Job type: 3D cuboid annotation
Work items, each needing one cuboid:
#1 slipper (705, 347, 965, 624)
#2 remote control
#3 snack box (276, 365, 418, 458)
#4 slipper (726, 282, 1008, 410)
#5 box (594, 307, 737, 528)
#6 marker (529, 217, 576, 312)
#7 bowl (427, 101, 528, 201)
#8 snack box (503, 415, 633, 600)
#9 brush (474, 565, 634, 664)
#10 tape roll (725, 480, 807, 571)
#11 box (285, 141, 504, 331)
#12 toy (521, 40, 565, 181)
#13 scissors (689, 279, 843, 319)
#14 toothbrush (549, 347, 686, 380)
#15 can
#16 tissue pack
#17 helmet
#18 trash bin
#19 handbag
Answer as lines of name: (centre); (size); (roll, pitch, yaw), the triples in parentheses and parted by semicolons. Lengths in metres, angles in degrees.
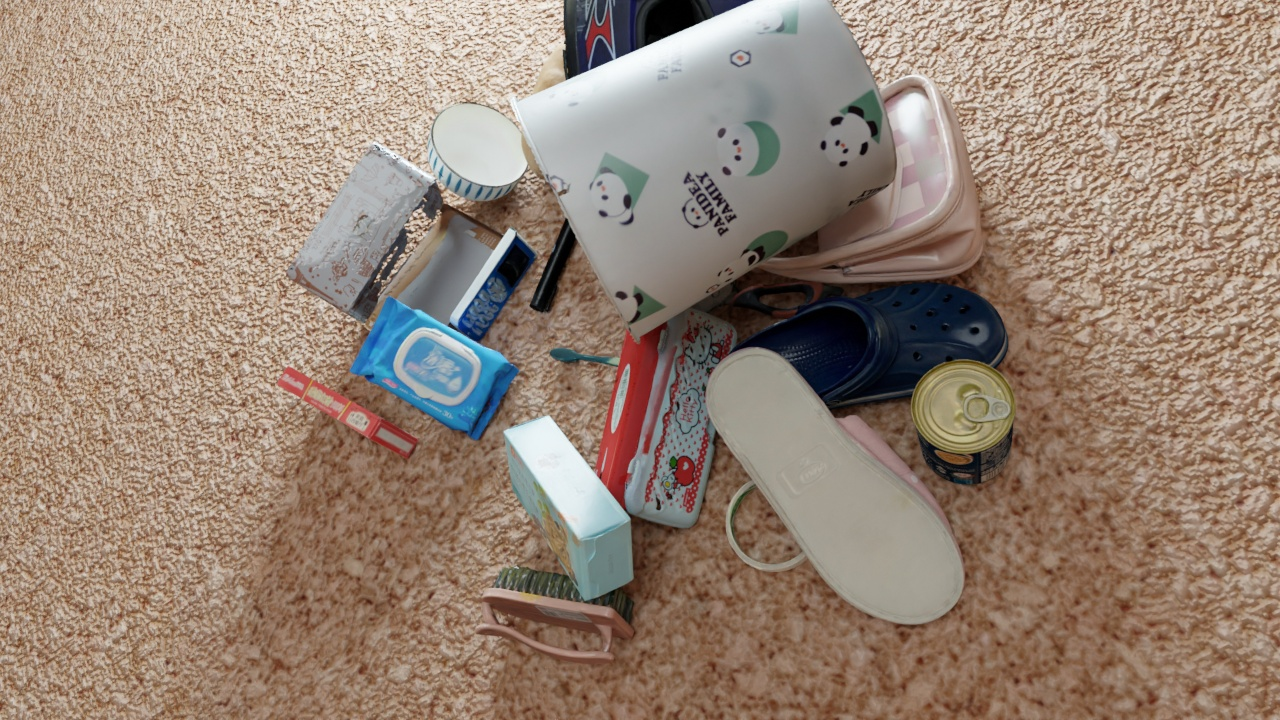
slipper: (0.159, 0.103, 0.770); (0.114, 0.054, 0.274); (-43, 82, 8)
remote control: (-0.162, -0.083, 1.007); (0.024, 0.049, 0.124); (28, 80, 32)
snack box: (-0.318, 0.056, 0.993); (0.153, 0.075, 0.025); (23, 77, 28)
slipper: (0.189, -0.017, 0.808); (0.253, 0.095, 0.105); (-15, 66, 11)
box: (0.026, 0.052, 0.867); (0.101, 0.095, 0.201); (15, 80, -13)
marker: (-0.088, -0.115, 1.009); (0.022, 0.020, 0.132); (18, 75, 10)
bowl: (-0.193, -0.232, 1.063); (0.066, 0.116, 0.116); (-44, 45, 53)
snack box: (-0.067, 0.128, 0.829); (0.051, 0.074, 0.175); (-19, 37, -22)
brush: (-0.082, 0.229, 0.831); (0.146, 0.063, 0.072); (3, 58, 23)
tape roll: (0.118, 0.144, 0.817); (0.086, 0.014, 0.085); (-8, 65, 18)
box: (-0.256, -0.104, 1.024); (0.185, 0.154, 0.182); (32, 84, -3)
toy: (-0.077, -0.309, 1.038); (0.144, 0.082, 0.225); (-18, 58, 49)
scissors: (0.098, -0.075, 0.918); (0.226, 0.015, 0.188); (11, 70, 30)
toothbrush: (-0.005, 0.005, 0.928); (0.192, 0.018, 0.016); (8, 74, 22)
can: (0.262, 0.053, 0.744); (0.075, 0.111, 0.075); (-8, 67, 18)
tissue pack: (-0.215, 0.007, 0.955); (0.157, 0.052, 0.095); (30, 82, -7)
helmet: (0.065, -0.340, 0.920); (0.241, 0.247, 0.315); (-2, 74, 20)
trash bin: (0.056, -0.171, 0.766); (0.252, 0.229, 0.229); (-27, 60, 4)
handbag: (0.190, -0.153, 0.867); (0.235, 0.093, 0.192); (-14, 51, 23)
